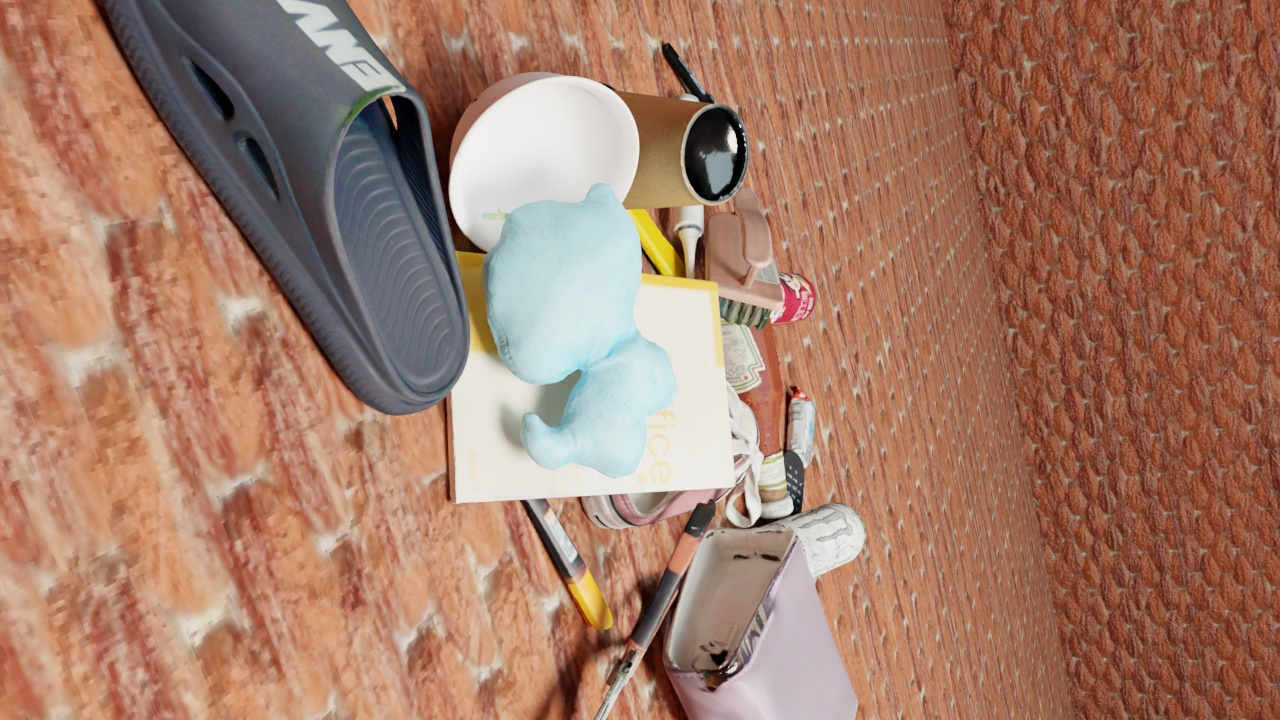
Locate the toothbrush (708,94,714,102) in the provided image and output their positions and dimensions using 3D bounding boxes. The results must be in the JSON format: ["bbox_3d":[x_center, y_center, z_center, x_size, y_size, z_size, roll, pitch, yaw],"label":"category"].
[{"bbox_3d":[0.057,-0.185,0.851,0.015,0.018,0.180,41,46,-39],"label":"toothbrush"}]

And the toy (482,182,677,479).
[{"bbox_3d":[-0.037,-0.022,0.529,0.156,0.050,0.161,39,69,-21],"label":"toy"}]

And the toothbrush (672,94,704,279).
[{"bbox_3d":[0.040,-0.133,0.771,0.026,0.026,0.220,118,-25,-60],"label":"toothbrush"}]

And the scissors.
[{"bbox_3d":[-0.002,0.182,0.583,0.189,0.015,0.224,-65,171,10],"label":"scissors"}]

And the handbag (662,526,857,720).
[{"bbox_3d":[0.090,0.247,0.704,0.197,0.099,0.144,66,30,-27],"label":"handbag"}]

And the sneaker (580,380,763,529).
[{"bbox_3d":[0.050,0.073,0.691,0.240,0.088,0.118,-10,90,-60],"label":"sneaker"}]

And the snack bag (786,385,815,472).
[{"bbox_3d":[0.168,0.077,0.966,0.045,0.026,0.105,53,39,-55],"label":"snack bag"}]

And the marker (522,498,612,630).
[{"bbox_3d":[-0.049,0.122,0.577,0.124,0.015,0.018,65,31,-22],"label":"marker"}]

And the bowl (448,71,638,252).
[{"bbox_3d":[-0.067,-0.126,0.544,0.118,0.118,0.064,38,13,-51],"label":"bowl"}]

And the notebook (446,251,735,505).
[{"bbox_3d":[-0.025,0.012,0.570,0.206,0.010,0.145,3,78,-36],"label":"notebook"}]

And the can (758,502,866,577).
[{"bbox_3d":[0.142,0.169,0.825,0.146,0.058,0.058,-7,88,-46],"label":"can"}]

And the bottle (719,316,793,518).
[{"bbox_3d":[0.103,0.040,0.827,0.059,0.060,0.206,-22,102,-60],"label":"bottle"}]

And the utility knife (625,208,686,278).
[{"bbox_3d":[0.002,-0.105,0.728,0.177,0.015,0.033,52,32,-40],"label":"utility knife"}]

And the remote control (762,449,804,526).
[{"bbox_3d":[0.136,0.152,0.888,0.053,0.024,0.136,43,50,-42],"label":"remote control"}]

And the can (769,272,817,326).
[{"bbox_3d":[0.129,-0.060,0.905,0.132,0.053,0.053,-9,90,-61],"label":"can"}]

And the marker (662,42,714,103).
[{"bbox_3d":[0.059,-0.246,0.855,0.124,0.015,0.018,46,37,-34],"label":"marker"}]

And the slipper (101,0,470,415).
[{"bbox_3d":[-0.131,-0.097,0.420,0.268,0.083,0.110,68,30,-25],"label":"slipper"}]

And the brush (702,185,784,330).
[{"bbox_3d":[0.085,-0.091,0.770,0.145,0.063,0.073,-85,-170,-54],"label":"brush"}]

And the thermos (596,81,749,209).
[{"bbox_3d":[-0.001,-0.138,0.607,0.092,0.143,0.093,-12,108,-41],"label":"thermos"}]
